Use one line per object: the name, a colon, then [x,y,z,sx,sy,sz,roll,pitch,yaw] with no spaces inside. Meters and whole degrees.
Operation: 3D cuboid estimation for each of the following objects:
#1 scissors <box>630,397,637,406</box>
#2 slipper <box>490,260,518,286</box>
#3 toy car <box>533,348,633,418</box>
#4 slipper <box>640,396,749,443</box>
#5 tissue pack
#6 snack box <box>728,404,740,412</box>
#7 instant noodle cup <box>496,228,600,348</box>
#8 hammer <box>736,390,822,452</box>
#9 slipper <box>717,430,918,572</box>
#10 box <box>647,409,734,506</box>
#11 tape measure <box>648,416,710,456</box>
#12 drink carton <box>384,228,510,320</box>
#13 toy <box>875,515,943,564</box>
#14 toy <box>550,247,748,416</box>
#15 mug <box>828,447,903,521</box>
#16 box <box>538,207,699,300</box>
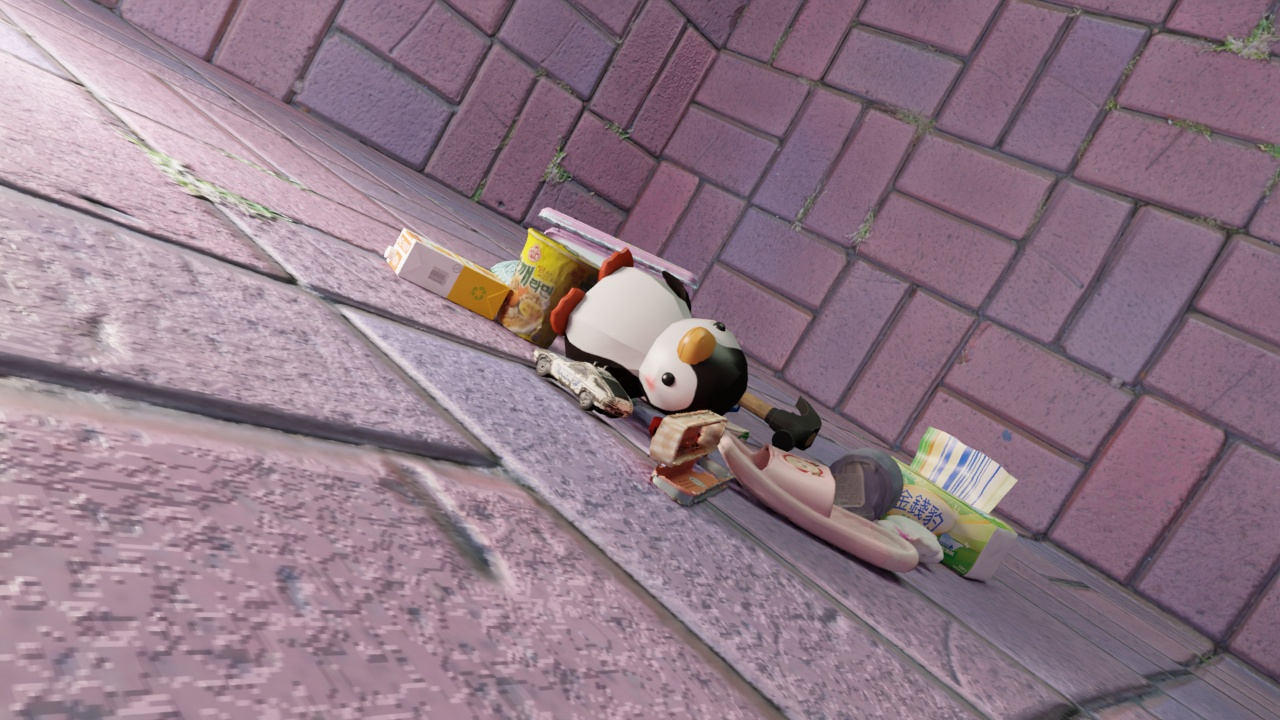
scissors: [-0.004,0.007,1.016,0.113,0.013,0.141,-25,38,-31]
slipper: [-0.104,-0.085,1.290,0.116,0.070,0.275,38,23,28]
toy car: [-0.052,0.016,0.835,0.113,0.040,0.048,34,6,36]
slipper: [0.028,0.019,1.082,0.239,0.064,0.094,30,6,15]
tissue pack: [0.397,0.174,1.201,0.198,0.141,0.120,34,7,32]
snack box: [0.059,0.027,1.237,0.150,0.026,0.081,30,15,35]
instant noodle cup: [-0.105,-0.077,1.015,0.102,0.108,0.102,30,6,-4]
hammer: [0.088,0.021,1.171,0.305,0.040,0.132,32,20,23]
slipper: [0.167,0.131,0.870,0.221,0.056,0.106,31,8,3]
box: [0.048,0.076,0.755,0.076,0.055,0.187,64,14,8]
tape measure: [0.037,0.073,0.878,0.059,0.019,0.051,21,5,-8]
drink carton: [-0.208,-0.093,0.980,0.122,0.040,0.058,27,7,-32]
toy: [0.308,0.203,1.038,0.076,0.037,0.125,29,4,25]
toy: [0.023,-0.001,0.913,0.184,0.158,0.140,31,-30,28]
mug: [0.239,0.143,1.070,0.124,0.084,0.104,7,0,20]
box: [-0.031,-0.119,1.167,0.214,0.062,0.140,25,-32,4]
